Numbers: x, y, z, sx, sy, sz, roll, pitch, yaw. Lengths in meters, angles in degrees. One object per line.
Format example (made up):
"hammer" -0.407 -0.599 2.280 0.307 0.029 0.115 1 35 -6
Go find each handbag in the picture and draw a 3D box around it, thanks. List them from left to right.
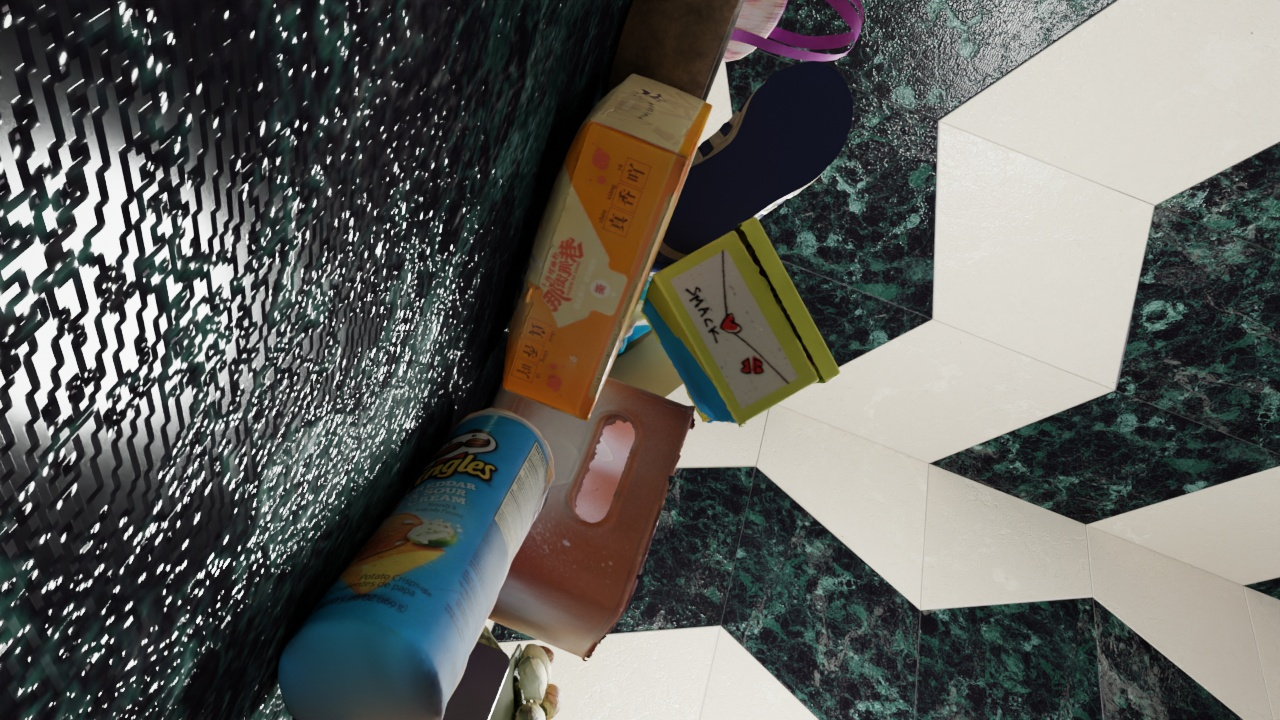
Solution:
"handbag" -0.126 0.272 0.771 0.186 0.116 0.113 -164 -110 -71
"handbag" 0.105 -0.306 0.773 0.145 0.170 0.067 112 -1 -54

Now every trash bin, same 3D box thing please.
"trash bin" -0.171 0.306 0.575 0.191 0.097 0.220 -73 -176 -82
"trash bin" -0.072 0.128 0.785 0.260 0.157 0.181 114 -2 -61

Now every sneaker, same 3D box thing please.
"sneaker" 0.076 -0.152 0.791 0.232 0.091 0.119 -46 -174 -21

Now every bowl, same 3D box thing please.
"bowl" -0.006 0.006 0.938 0.152 0.050 0.152 -31 -167 7
"bowl" 0.029 -0.244 0.700 0.162 0.070 0.162 -178 -71 -89

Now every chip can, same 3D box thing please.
"chip can" -0.102 0.102 0.480 0.229 0.080 0.080 -69 -179 -71

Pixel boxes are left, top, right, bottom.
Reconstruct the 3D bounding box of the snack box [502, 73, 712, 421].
"snack box" -0.028 -0.082 0.622 0.144 0.080 0.196 -70 -178 -61

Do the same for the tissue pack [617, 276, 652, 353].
"tissue pack" -0.007 -0.104 0.880 0.117 0.066 0.209 147 -45 -67

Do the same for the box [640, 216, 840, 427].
"box" 0.063 -0.020 0.693 0.082 0.124 0.221 -29 177 -2
